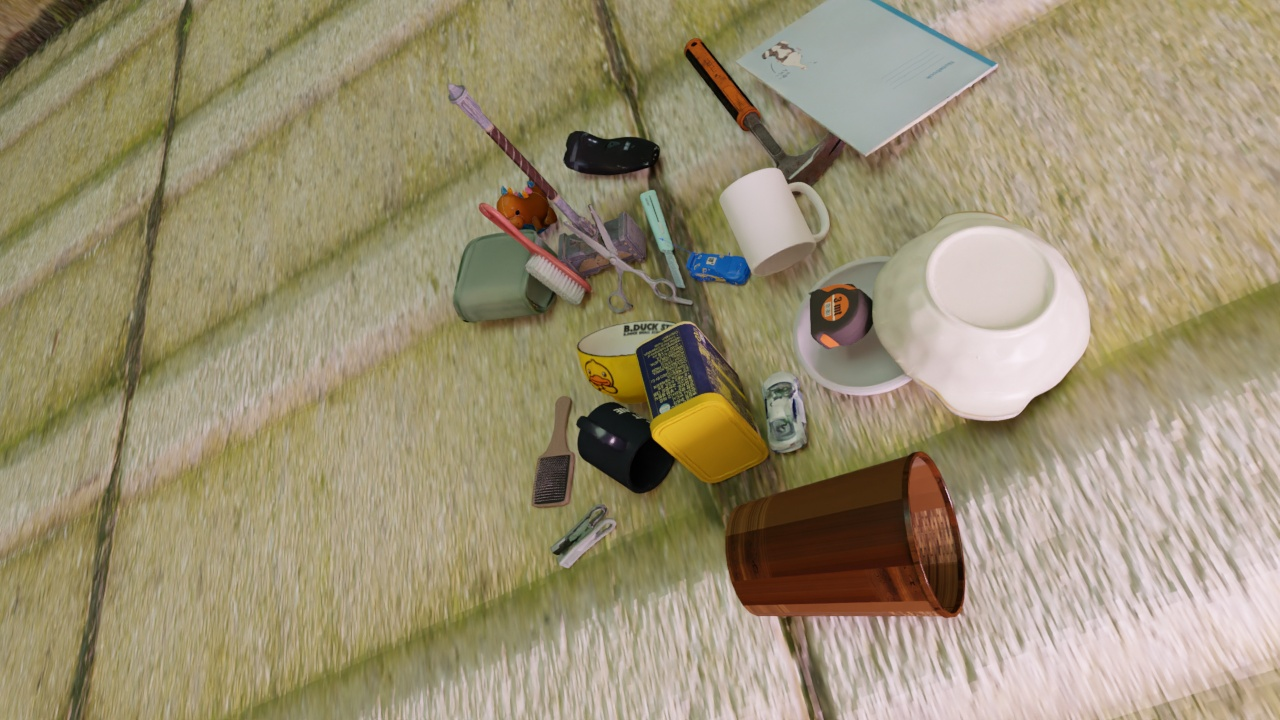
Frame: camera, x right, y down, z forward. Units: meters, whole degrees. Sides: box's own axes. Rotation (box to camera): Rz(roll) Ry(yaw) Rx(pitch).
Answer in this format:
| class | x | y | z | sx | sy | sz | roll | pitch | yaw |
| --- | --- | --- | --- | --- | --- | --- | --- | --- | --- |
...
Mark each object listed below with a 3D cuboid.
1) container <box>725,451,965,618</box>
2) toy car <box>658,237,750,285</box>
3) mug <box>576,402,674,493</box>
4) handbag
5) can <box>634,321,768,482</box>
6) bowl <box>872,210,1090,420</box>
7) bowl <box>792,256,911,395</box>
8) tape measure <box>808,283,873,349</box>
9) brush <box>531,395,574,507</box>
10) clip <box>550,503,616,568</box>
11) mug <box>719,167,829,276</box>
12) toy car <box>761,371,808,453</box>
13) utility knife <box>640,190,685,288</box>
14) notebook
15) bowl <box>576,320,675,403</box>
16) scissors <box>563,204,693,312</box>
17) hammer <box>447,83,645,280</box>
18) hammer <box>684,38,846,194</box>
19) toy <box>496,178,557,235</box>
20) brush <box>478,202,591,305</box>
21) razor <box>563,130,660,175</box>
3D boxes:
| class | x | y | z | sx | sy | sz | roll | pitch | yaw |
| --- | --- | --- | --- | --- | --- | --- | --- | --- | --- |
| container | 0.170 | 0.158 | 0.778 | 0.168 | 0.132 | 0.132 | -16 | 56 | 31 |
| toy car | 0.072 | -0.116 | 1.030 | 0.092 | 0.062 | 0.033 | 10 | 70 | 36 |
| mug | -0.023 | 0.084 | 0.947 | 0.077 | 0.105 | 0.071 | 27 | 85 | 39 |
| handbag | -0.170 | -0.102 | 1.169 | 0.122 | 0.067 | 0.106 | -4 | 61 | 30 |
| can | 0.058 | 0.041 | 0.903 | 0.075 | 0.135 | 0.104 | -28 | 50 | 16 |
| bowl | 0.305 | -0.058 | 0.813 | 0.188 | 0.060 | 0.218 | 3 | 63 | 9 |
| bowl | 0.226 | -0.027 | 0.895 | 0.150 | 0.043 | 0.149 | -15 | 57 | 24 |
| tape measure | 0.193 | -0.043 | 0.872 | 0.059 | 0.038 | 0.058 | -21 | 53 | 37 |
| brush | -0.097 | 0.100 | 1.043 | 0.050 | 0.015 | 0.135 | -10 | 59 | 28 |
| clip | -0.060 | 0.185 | 0.967 | 0.076 | 0.023 | 0.042 | -43 | 52 | 6 |
| mug | 0.152 | -0.152 | 0.988 | 0.110 | 0.074 | 0.090 | -17 | 75 | -21 |
| toy car | 0.142 | 0.049 | 0.915 | 0.039 | 0.027 | 0.089 | -19 | 55 | 24 |
| utility knife | 0.028 | -0.146 | 1.107 | 0.022 | 0.015 | 0.165 | -10 | 55 | -10 |
| notebook | 0.251 | -0.342 | 1.058 | 0.181 | 0.009 | 0.253 | -35 | 50 | -5 |
| bowl | -0.006 | 0.006 | 0.993 | 0.117 | 0.068 | 0.117 | -8 | 19 | 3 |
| scissors | -0.014 | -0.110 | 1.048 | 0.158 | 0.142 | 0.014 | 11 | 41 | 18 |
| hammer | -0.110 | -0.197 | 1.020 | 0.099 | 0.322 | 0.044 | -15 | 56 | 24 |
| hammer | 0.135 | -0.315 | 1.123 | 0.138 | 0.035 | 0.314 | -34 | 51 | 10 |
| toy | -0.155 | -0.213 | 1.203 | 0.071 | 0.090 | 0.103 | -11 | 80 | 27 |
| brush | -0.130 | -0.124 | 1.095 | 0.030 | 0.172 | 0.041 | -58 | 26 | -15 |
| razor | -0.040 | -0.272 | 1.187 | 0.141 | 0.063 | 0.053 | 9 | 70 | 36 |
